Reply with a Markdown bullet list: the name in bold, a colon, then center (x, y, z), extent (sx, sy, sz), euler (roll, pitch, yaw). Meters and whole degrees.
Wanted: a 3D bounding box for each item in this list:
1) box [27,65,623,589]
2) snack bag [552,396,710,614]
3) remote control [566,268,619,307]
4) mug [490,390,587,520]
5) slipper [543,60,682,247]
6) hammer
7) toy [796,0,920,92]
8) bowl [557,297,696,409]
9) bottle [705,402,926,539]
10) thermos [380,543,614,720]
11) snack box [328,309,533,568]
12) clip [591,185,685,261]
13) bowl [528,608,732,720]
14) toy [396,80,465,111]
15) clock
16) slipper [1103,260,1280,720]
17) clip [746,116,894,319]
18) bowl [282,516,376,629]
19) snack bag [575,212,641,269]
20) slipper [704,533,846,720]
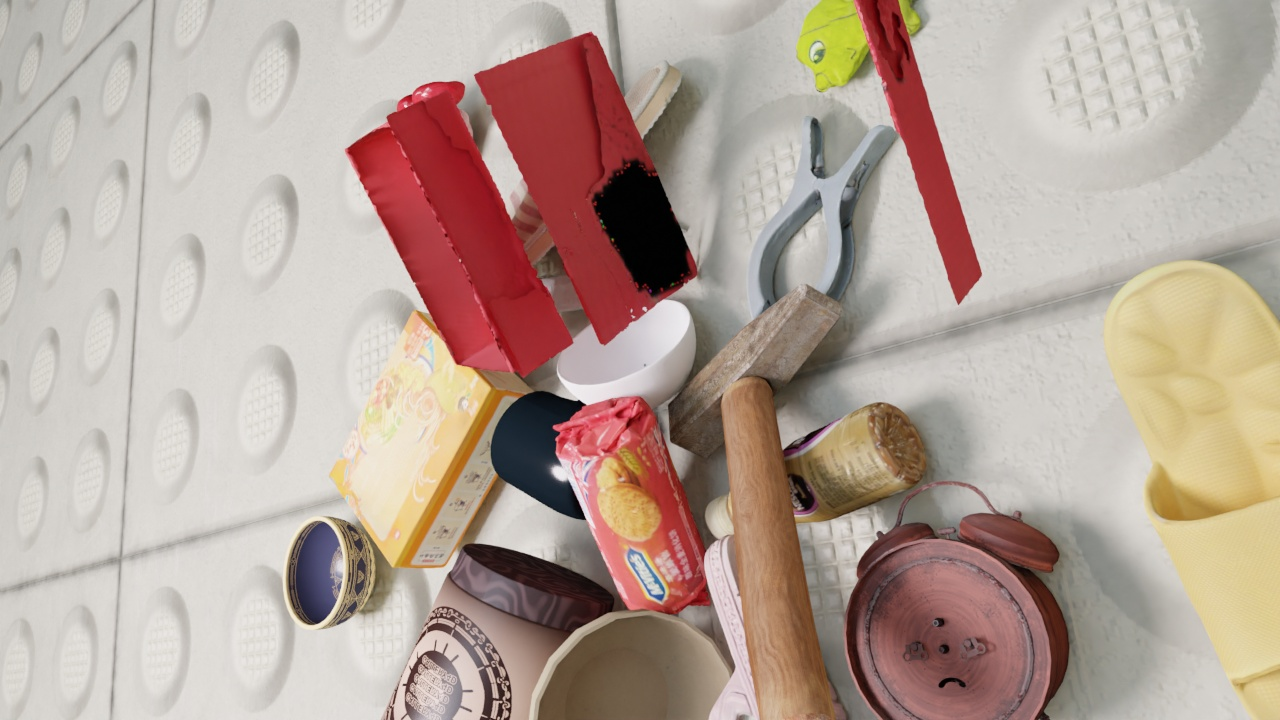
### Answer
- **box**: center (-0.206, -0.039, 0.655), extent (0.198, 0.350, 0.217), euler (2, 122, 55)
- **snack bag**: center (-0.005, 0.107, 0.676), extent (0.082, 0.082, 0.176), euler (-1, 119, 39)
- **remote control**: center (-0.072, -0.060, 0.841), extent (0.131, 0.012, 0.033), euler (-4, 76, 39)
- **mug**: center (-0.051, 0.066, 0.761), extent (0.094, 0.085, 0.121), euler (23, 66, 39)
- **slipper**: center (-0.067, -0.166, 0.811), extent (0.263, 0.052, 0.115), euler (-45, 22, 20)
- **hammer**: center (0.081, 0.091, 0.567), extent (0.158, 0.037, 0.300), euler (-48, 27, 33)
- **toy**: center (0.159, -0.247, 0.677), extent (0.094, 0.036, 0.094), euler (1, 83, 32)
- **bowl**: center (-0.004, 0.004, 0.727), extent (0.115, 0.050, 0.114), euler (-20, 29, 11)
- **bottle**: center (0.112, 0.085, 0.631), extent (0.166, 0.059, 0.059), euler (-33, 61, 39)
- **thermos**: center (-0.118, 0.273, 0.717), extent (0.173, 0.172, 0.226), euler (17, 85, 40)
- **snack box**: center (-0.194, 0.074, 0.869), extent (0.145, 0.080, 0.195), euler (39, 105, 37)
- **clip**: center (-0.011, -0.126, 0.784), extent (0.056, 0.056, 0.102), euler (-42, 51, -14)
- **bowl**: center (-0.009, 0.251, 0.653), extent (0.050, 0.152, 0.152), euler (170, 108, -70)
- **toy**: center (-0.227, -0.214, 0.955), extent (0.124, 0.096, 0.131), euler (-4, 97, 45)
- **clock**: center (0.188, 0.150, 0.544), extent (0.121, 0.072, 0.157), euler (-18, 71, 36)
- **slipper**: center (0.310, 0.065, 0.459), extent (0.100, 0.078, 0.263), euler (-26, 64, 31)
- **clip**: center (0.140, -0.094, 0.665), extent (0.112, 0.028, 0.163), euler (19, 94, 39)
- **bowl**: center (-0.311, 0.218, 0.948), extent (0.113, 0.061, 0.112), euler (-9, 75, 38)
- **snack bag**: center (-0.037, -0.108, 0.814), extent (0.026, 0.020, 0.099), euler (-46, 51, -10)
- **slipper**: center (0.086, 0.232, 0.598), extent (0.065, 0.094, 0.239), euler (-35, 58, 25)
